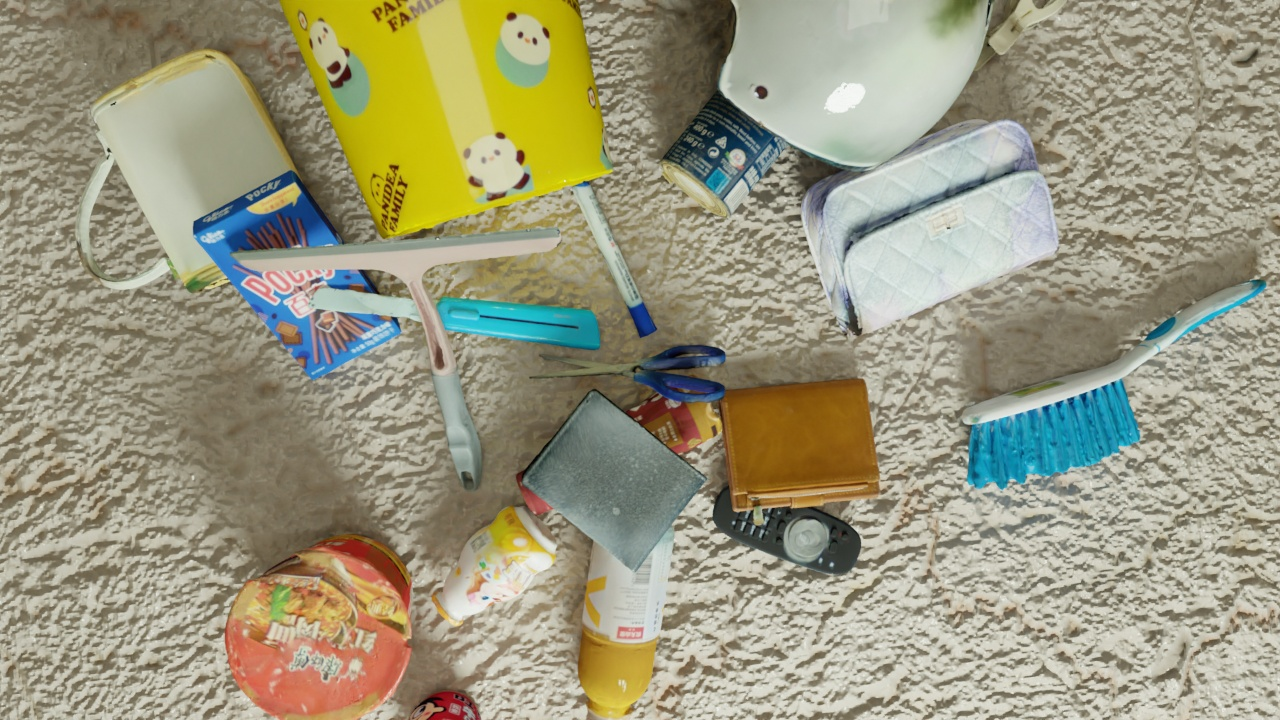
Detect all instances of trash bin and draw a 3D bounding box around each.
[{"bbox_3d":[-0.141,-0.237,0.671,0.229,0.229,0.255,-17,101,-4],"label":"trash bin"}]

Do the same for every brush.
[{"bbox_3d":[0.428,0.020,0.814,0.314,0.060,0.109,-16,91,-6],"label":"brush"}]

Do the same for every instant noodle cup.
[{"bbox_3d":[-0.245,0.208,0.740,0.138,0.108,0.138,0,93,-5],"label":"instant noodle cup"}]

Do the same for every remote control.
[{"bbox_3d":[0.127,0.148,0.808,0.136,0.024,0.053,22,86,-4],"label":"remote control"}]

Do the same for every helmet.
[{"bbox_3d":[0.165,-0.285,0.670,0.229,0.157,0.273,9,73,-40],"label":"helmet"}]

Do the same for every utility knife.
[{"bbox_3d":[-0.146,-0.036,0.750,0.238,0.018,0.034,6,93,-19],"label":"utility knife"}]

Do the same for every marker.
[{"bbox_3d":[-0.023,-0.088,0.785,0.017,0.017,0.146,-25,96,-3],"label":"marker"}]

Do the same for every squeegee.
[{"bbox_3d":[-0.161,0.004,0.730,0.248,0.040,0.250,-3,125,9],"label":"squeegee"}]

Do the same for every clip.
[{"bbox_3d":[0.324,-0.293,0.787,0.100,0.071,0.034,-43,96,-5],"label":"clip"}]

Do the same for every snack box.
[{"bbox_3d":[-0.265,-0.062,0.721,0.084,0.026,0.157,-28,130,-3],"label":"snack box"}]

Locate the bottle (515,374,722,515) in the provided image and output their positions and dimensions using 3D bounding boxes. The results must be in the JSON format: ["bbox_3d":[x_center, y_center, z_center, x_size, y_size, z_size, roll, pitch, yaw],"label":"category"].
[{"bbox_3d":[-0.019,0.074,0.775,0.175,0.057,0.057,-27,95,-2],"label":"bottle"}]

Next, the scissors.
[{"bbox_3d":[-0.001,0.010,0.758,0.162,0.164,0.012,-16,118,-30],"label":"scissors"}]

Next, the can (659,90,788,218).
[{"bbox_3d":[0.077,-0.181,0.757,0.075,0.075,0.111,39,90,-6],"label":"can"}]

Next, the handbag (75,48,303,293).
[{"bbox_3d":[-0.365,-0.136,0.726,0.178,0.063,0.163,-27,97,-8],"label":"handbag"}]

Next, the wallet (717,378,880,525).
[{"bbox_3d":[0.138,0.078,0.790,0.130,0.035,0.119,-4,80,-5],"label":"wallet"}]

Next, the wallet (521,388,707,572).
[{"bbox_3d":[-0.022,0.095,0.735,0.121,0.019,0.097,38,87,4],"label":"wallet"}]

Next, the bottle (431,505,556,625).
[{"bbox_3d":[-0.124,0.174,0.771,0.108,0.063,0.063,-42,96,-1],"label":"bottle"}]

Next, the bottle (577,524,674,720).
[{"bbox_3d":[-0.016,0.221,0.780,0.068,0.068,0.189,8,93,-5],"label":"bottle"}]

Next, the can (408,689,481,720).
[{"bbox_3d":[-0.166,0.320,0.761,0.066,0.094,0.066,0,93,-5],"label":"can"}]

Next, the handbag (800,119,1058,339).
[{"bbox_3d":[0.241,-0.114,0.772,0.194,0.075,0.134,-23,108,-2],"label":"handbag"}]
